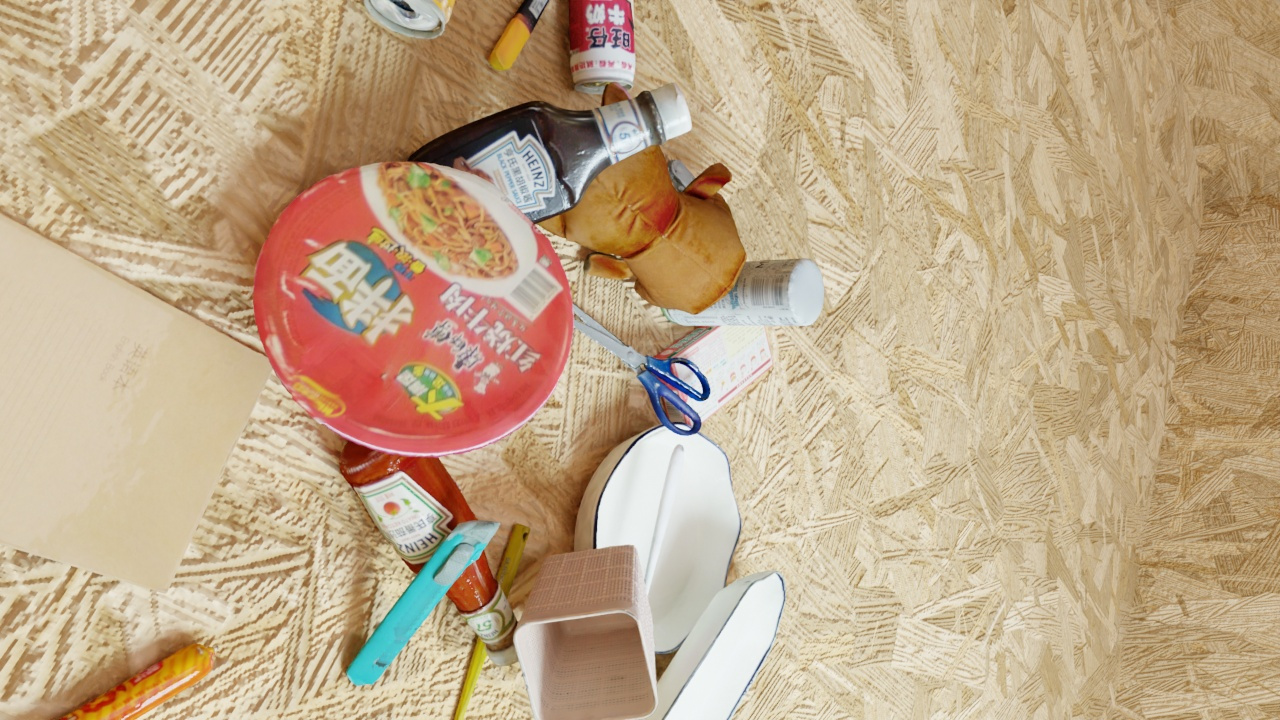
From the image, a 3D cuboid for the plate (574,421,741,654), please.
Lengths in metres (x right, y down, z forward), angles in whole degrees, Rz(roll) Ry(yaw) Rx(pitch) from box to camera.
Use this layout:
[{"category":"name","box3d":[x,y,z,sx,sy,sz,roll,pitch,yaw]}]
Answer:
[{"category":"plate","box3d":[0.015,0.157,0.828,0.204,0.046,0.205,-1,91,-48]}]

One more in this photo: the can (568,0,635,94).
[{"category":"can","box3d":[-0.032,-0.289,0.748,0.053,0.053,0.133,-6,96,-49]}]

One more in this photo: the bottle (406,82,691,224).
[{"category":"bottle","box3d":[-0.061,-0.143,0.639,0.195,0.044,0.080,-21,115,-1]}]

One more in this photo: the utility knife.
[{"category":"utility knife","box3d":[-0.146,0.161,0.607,0.029,0.012,0.151,32,102,-29]}]

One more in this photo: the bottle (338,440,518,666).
[{"category":"bottle","box3d":[-0.135,0.133,0.640,0.059,0.060,0.206,-47,123,-37]}]

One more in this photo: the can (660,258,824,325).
[{"category":"can","box3d":[0.089,-0.060,0.825,0.058,0.147,0.058,-3,94,-49]}]

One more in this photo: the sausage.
[{"category":"sausage","box3d":[-0.300,0.198,0.484,0.164,0.021,0.021,-29,113,-45]}]

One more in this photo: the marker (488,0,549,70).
[{"category":"marker","box3d":[-0.087,-0.272,0.717,0.018,0.015,0.123,48,55,-40]}]

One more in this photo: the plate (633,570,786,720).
[{"category":"plate","box3d":[0.053,0.305,0.845,0.265,0.034,0.162,-53,147,-21]}]

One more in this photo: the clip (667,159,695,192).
[{"category":"clip","box3d":[0.043,-0.166,0.869,0.058,0.045,0.027,51,56,-30]}]

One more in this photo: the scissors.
[{"category":"scissors","box3d":[0.000,-0.006,0.800,0.124,0.012,0.173,-39,100,-44]}]

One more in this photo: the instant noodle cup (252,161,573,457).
[{"category":"instant noodle cup","box3d":[-0.141,-0.027,0.582,0.193,0.066,0.193,7,69,-19]}]

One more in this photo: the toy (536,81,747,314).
[{"category":"toy","box3d":[-0.002,-0.123,0.743,0.199,0.130,0.140,30,102,-44]}]

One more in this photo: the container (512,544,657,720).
[{"category":"container","box3d":[-0.035,0.200,0.689,0.110,0.090,0.090,-81,160,-73]}]

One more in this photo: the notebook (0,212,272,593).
[{"category":"notebook","box3d":[-0.310,0.018,0.475,0.211,0.012,0.149,38,62,-43]}]

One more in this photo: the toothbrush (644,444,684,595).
[{"category":"toothbrush","box3d":[0.016,0.158,0.781,0.016,0.016,0.180,29,69,-48]}]

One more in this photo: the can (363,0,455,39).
[{"category":"can","box3d":[-0.140,-0.297,0.620,0.058,0.058,0.146,26,72,-46]}]

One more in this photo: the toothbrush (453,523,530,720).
[{"category":"toothbrush","box3d":[-0.117,0.218,0.699,0.015,0.017,0.189,33,67,-42]}]

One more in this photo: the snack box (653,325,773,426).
[{"category":"snack box","box3d":[0.076,0.001,0.904,0.155,0.027,0.077,-34,116,-43]}]
